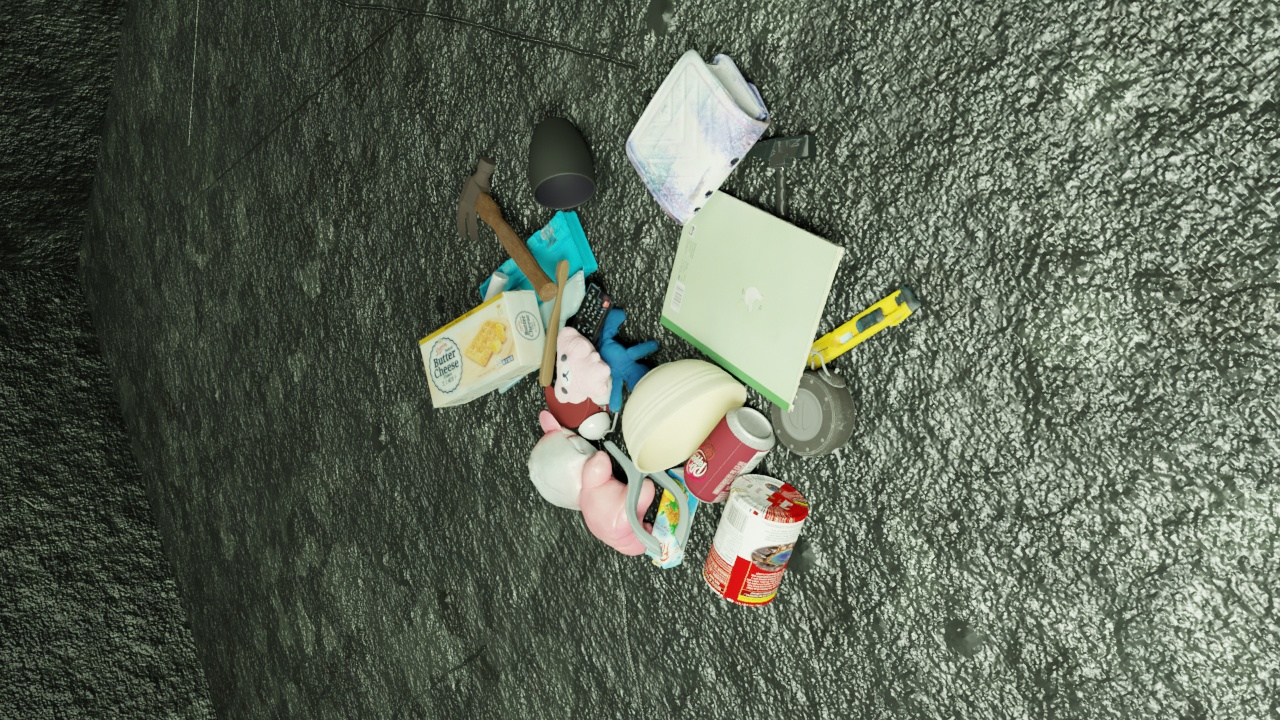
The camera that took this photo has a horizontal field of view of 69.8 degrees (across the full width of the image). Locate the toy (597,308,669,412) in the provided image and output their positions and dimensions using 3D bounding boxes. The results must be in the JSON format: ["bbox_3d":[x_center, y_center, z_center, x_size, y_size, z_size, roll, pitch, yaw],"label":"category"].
[{"bbox_3d":[-0.007,0.007,1.142,0.176,0.070,0.113,54,140,27],"label":"toy"}]

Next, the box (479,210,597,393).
[{"bbox_3d":[-0.140,-0.077,1.279,0.228,0.056,0.185,-34,63,43],"label":"box"}]

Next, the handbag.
[{"bbox_3d":[0.065,-0.249,1.030,0.159,0.069,0.126,-50,60,38],"label":"handbag"}]

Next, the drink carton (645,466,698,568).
[{"bbox_3d":[0.043,0.195,1.131,0.044,0.038,0.129,31,115,40],"label":"drink carton"}]

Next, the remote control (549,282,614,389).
[{"bbox_3d":[-0.075,-0.024,1.177,0.047,0.022,0.150,42,115,36],"label":"remote control"}]

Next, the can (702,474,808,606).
[{"bbox_3d":[0.126,0.197,1.010,0.087,0.086,0.117,35,119,38],"label":"can"}]

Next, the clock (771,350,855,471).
[{"bbox_3d":[0.183,0.049,0.963,0.091,0.043,0.123,8,99,49],"label":"clock"}]

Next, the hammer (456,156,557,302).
[{"bbox_3d":[-0.189,-0.175,1.286,0.323,0.033,0.115,51,123,45],"label":"hammer"}]

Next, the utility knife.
[{"bbox_3d":[0.218,-0.027,0.941,0.163,0.017,0.030,-39,58,45],"label":"utility knife"}]

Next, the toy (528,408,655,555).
[{"bbox_3d":[-0.070,0.163,1.191,0.213,0.084,0.142,35,143,33],"label":"toy"}]

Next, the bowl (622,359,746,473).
[{"bbox_3d":[0.038,0.051,1.036,0.075,0.150,0.151,54,129,26],"label":"bowl"}]

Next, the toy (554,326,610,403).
[{"bbox_3d":[-0.071,0.014,1.129,0.096,0.052,0.099,22,112,45],"label":"toy"}]

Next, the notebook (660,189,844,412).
[{"bbox_3d":[0.110,-0.078,1.014,0.252,0.010,0.182,38,120,49],"label":"notebook"}]

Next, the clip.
[{"bbox_3d":[-0.003,0.157,1.084,0.028,0.107,0.163,73,-178,-57],"label":"clip"}]

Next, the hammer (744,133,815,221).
[{"bbox_3d":[0.149,-0.078,1.005,0.095,0.015,0.325,5,99,46],"label":"hammer"}]

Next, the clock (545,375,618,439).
[{"bbox_3d":[-0.075,0.048,1.229,0.138,0.048,0.096,31,116,40],"label":"clock"}]

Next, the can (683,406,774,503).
[{"bbox_3d":[0.099,0.108,1.044,0.063,0.063,0.114,55,130,27],"label":"can"}]

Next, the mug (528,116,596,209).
[{"bbox_3d":[-0.108,-0.255,1.215,0.119,0.085,0.100,110,152,-65],"label":"mug"}]

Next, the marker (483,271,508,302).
[{"bbox_3d":[-0.219,-0.062,1.316,0.027,0.023,0.133,55,129,50],"label":"marker"}]

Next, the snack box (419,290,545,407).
[{"bbox_3d":[-0.218,-0.013,1.264,0.208,0.057,0.104,-23,77,40],"label":"snack box"}]

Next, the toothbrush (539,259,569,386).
[{"bbox_3d":[-0.113,-0.049,1.193,0.016,0.016,0.167,5,86,52],"label":"toothbrush"}]
